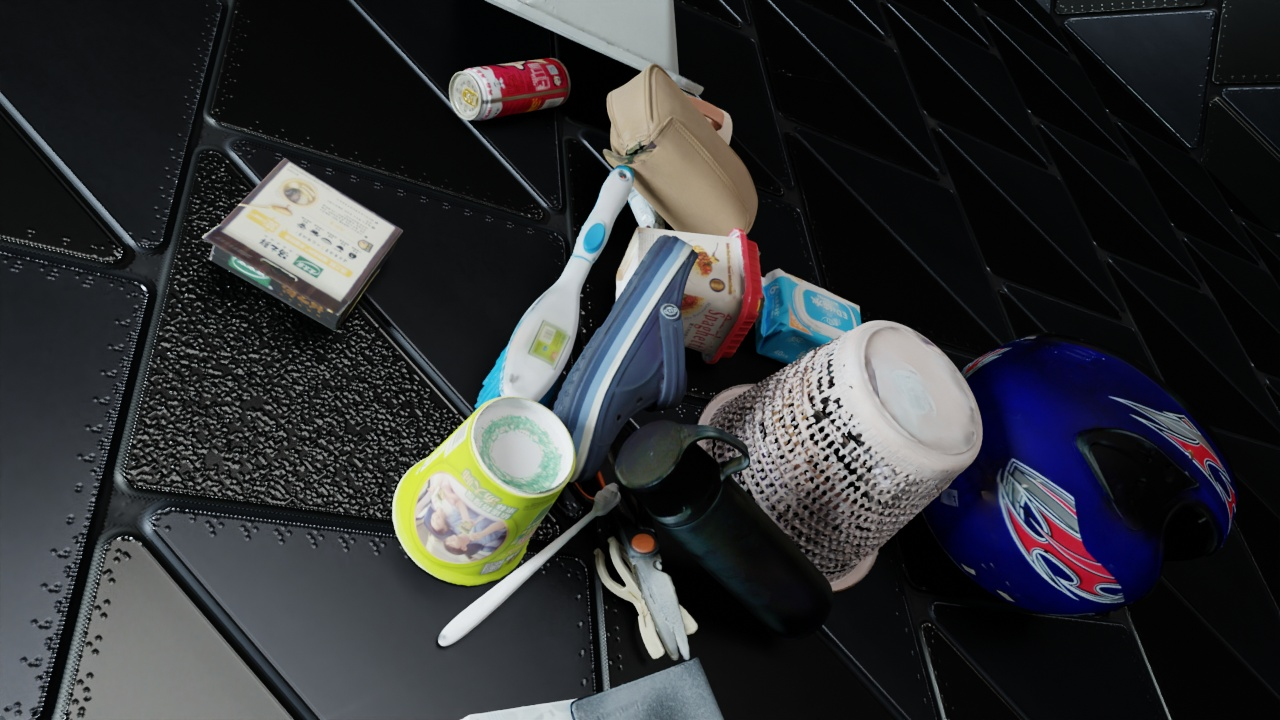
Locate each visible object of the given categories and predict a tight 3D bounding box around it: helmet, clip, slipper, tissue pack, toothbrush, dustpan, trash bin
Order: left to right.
[{"bbox_3d":[-0.080,0.150,0.689,0.016,0.016,0.179,30,54,34],"label":"toothbrush"},{"bbox_3d":[-0.057,-0.365,1.058,0.257,0.143,0.222,-13,28,-16],"label":"dustpan"},{"bbox_3d":[-0.005,0.005,0.782,0.095,0.105,0.252,28,60,-3],"label":"slipper"},{"bbox_3d":[0.001,0.186,0.739,0.074,0.035,0.100,-23,75,-44],"label":"clip"},{"bbox_3d":[0.187,-0.039,1.019,0.140,0.063,0.089,21,48,-22],"label":"tissue pack"},{"bbox_3d":[0.192,0.074,0.846,0.227,0.193,0.227,19,49,-23],"label":"trash bin"},{"bbox_3d":[0.425,0.139,0.929,0.315,0.248,0.240,41,71,-6],"label":"helmet"}]

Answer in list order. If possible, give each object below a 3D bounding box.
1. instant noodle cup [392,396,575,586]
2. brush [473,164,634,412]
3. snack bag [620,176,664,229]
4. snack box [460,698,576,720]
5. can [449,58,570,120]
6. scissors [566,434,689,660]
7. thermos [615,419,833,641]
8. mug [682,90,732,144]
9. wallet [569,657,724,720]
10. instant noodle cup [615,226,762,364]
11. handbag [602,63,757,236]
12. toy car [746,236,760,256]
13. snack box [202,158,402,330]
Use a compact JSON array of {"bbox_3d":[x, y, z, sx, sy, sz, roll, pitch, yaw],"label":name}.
[{"bbox_3d":[-0.107,0.089,0.670,0.111,0.124,0.111,19,48,-23],"label":"instant noodle cup"},{"bbox_3d":[-0.068,-0.057,0.823,0.060,0.110,0.313,27,43,-7],"label":"brush"},{"bbox_3d":[0.005,-0.169,1.016,0.045,0.026,0.105,23,40,-57],"label":"snack bag"},{"bbox_3d":[-0.046,0.281,0.638,0.156,0.027,0.084,4,56,-32],"label":"snack box"},{"bbox_3d":[-0.140,-0.293,0.990,0.132,0.053,0.053,-27,75,-44],"label":"can"},{"bbox_3d":[-0.016,0.142,0.721,0.139,0.022,0.234,6,38,2],"label":"scissors"},{"bbox_3d":[0.081,0.135,0.719,0.242,0.090,0.068,49,26,-37],"label":"thermos"},{"bbox_3d":[0.051,-0.277,1.072,0.105,0.115,0.081,15,79,-29],"label":"mug"},{"bbox_3d":[0.014,0.274,0.654,0.120,0.019,0.097,-5,59,-38],"label":"wallet"},{"bbox_3d":[0.045,-0.072,0.919,0.124,0.117,0.116,10,52,-14],"label":"instant noodle cup"},{"bbox_3d":[0.041,-0.205,0.980,0.204,0.100,0.147,42,34,-31],"label":"handbag"},{"bbox_3d":[0.100,-0.110,1.035,0.049,0.031,0.105,37,43,-6],"label":"toy car"},{"bbox_3d":[-0.272,-0.091,0.742,0.113,0.053,0.125,32,46,-12],"label":"snack box"}]
